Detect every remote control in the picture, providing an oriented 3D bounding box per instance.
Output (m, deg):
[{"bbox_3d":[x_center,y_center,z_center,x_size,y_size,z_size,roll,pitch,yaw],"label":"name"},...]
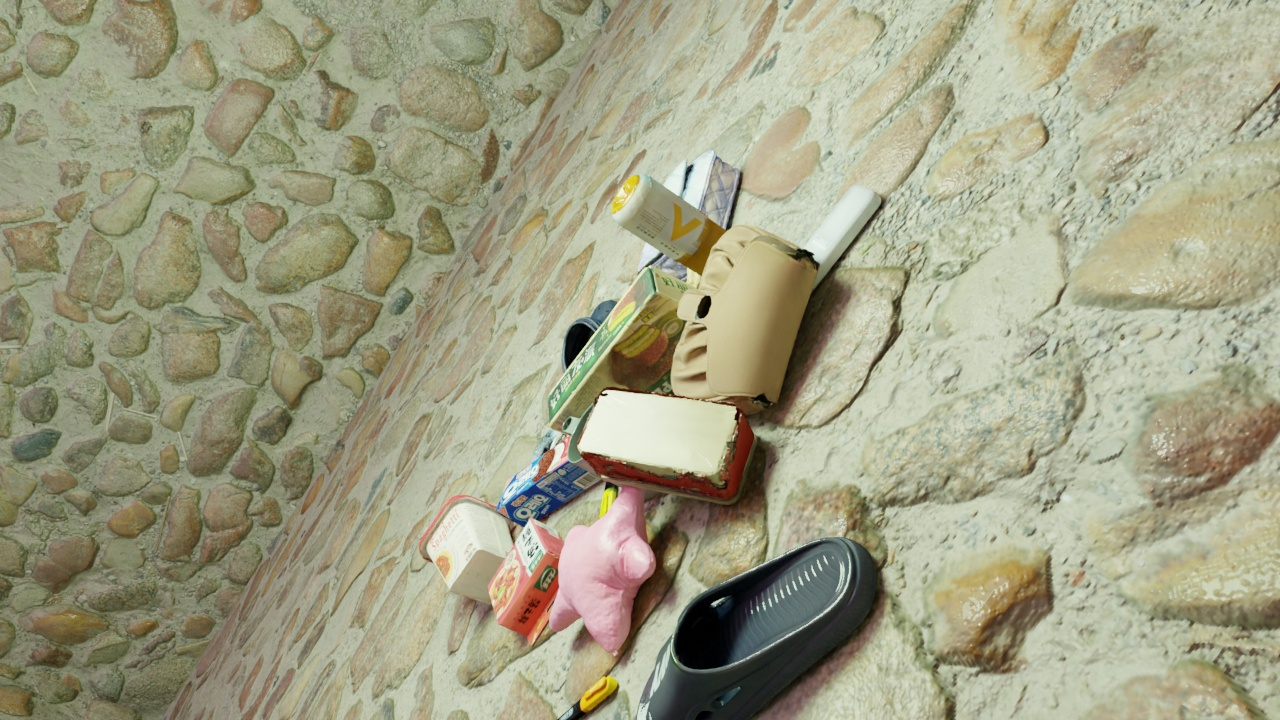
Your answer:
[{"bbox_3d":[0.206,-0.129,0.994,0.136,0.020,0.056,-54,24,11],"label":"remote control"}]

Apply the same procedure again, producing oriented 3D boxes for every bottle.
[{"bbox_3d":[0.055,-0.153,1.116,0.068,0.189,0.067,-46,26,30],"label":"bottle"}]

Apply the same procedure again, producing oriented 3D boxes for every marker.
[{"bbox_3d":[-0.038,0.154,1.147,0.018,0.015,0.123,-39,27,31],"label":"marker"},{"bbox_3d":[-0.065,0.358,0.940,0.124,0.015,0.018,-47,20,29],"label":"marker"}]

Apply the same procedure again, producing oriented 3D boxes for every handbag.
[{"bbox_3d":[0.066,-0.205,1.314,0.135,0.075,0.193,-33,32,47],"label":"handbag"},{"bbox_3d":[0.103,-0.043,0.969,0.148,0.099,0.204,12,84,60],"label":"handbag"}]

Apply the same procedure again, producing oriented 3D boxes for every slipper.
[{"bbox_3d":[0.069,0.223,0.748,0.269,0.083,0.110,-45,24,26],"label":"slipper"},{"bbox_3d":[-0.070,-0.009,1.307,0.105,0.095,0.252,-45,20,23],"label":"slipper"}]

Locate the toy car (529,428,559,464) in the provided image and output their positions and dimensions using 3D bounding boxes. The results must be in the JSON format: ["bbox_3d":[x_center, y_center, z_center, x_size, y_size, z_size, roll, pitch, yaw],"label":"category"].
[{"bbox_3d":[-0.141,0.140,1.360,0.105,0.031,0.049,-63,22,-10],"label":"toy car"}]

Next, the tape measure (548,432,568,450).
[{"bbox_3d":[-0.101,0.123,1.297,0.066,0.033,0.066,-52,20,19],"label":"tape measure"}]

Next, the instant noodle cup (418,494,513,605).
[{"bbox_3d":[-0.236,0.271,1.298,0.116,0.116,0.124,-55,34,7],"label":"instant noodle cup"}]

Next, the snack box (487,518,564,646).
[{"bbox_3d":[-0.139,0.277,1.160,0.113,0.044,0.127,-58,22,1],"label":"snack box"}]

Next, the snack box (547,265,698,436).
[{"bbox_3d":[-0.007,0.006,1.112,0.241,0.114,0.063,-52,29,29],"label":"snack box"}]

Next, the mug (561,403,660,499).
[{"bbox_3d":[-0.027,0.102,1.075,0.083,0.103,0.124,-62,21,-9],"label":"mug"}]

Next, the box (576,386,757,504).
[{"bbox_3d":[0.023,0.082,0.927,0.169,0.079,0.091,6,61,30],"label":"box"}]

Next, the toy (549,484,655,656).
[{"bbox_3d":[-0.043,0.234,0.982,0.195,0.074,0.178,-46,35,36],"label":"toy"}]

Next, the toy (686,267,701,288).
[{"bbox_3d":[0.057,-0.084,1.188,0.105,0.066,0.157,-14,55,67],"label":"toy"}]

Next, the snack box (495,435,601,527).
[{"bbox_3d":[-0.120,0.164,1.252,0.208,0.057,0.058,-37,27,42],"label":"snack box"}]
